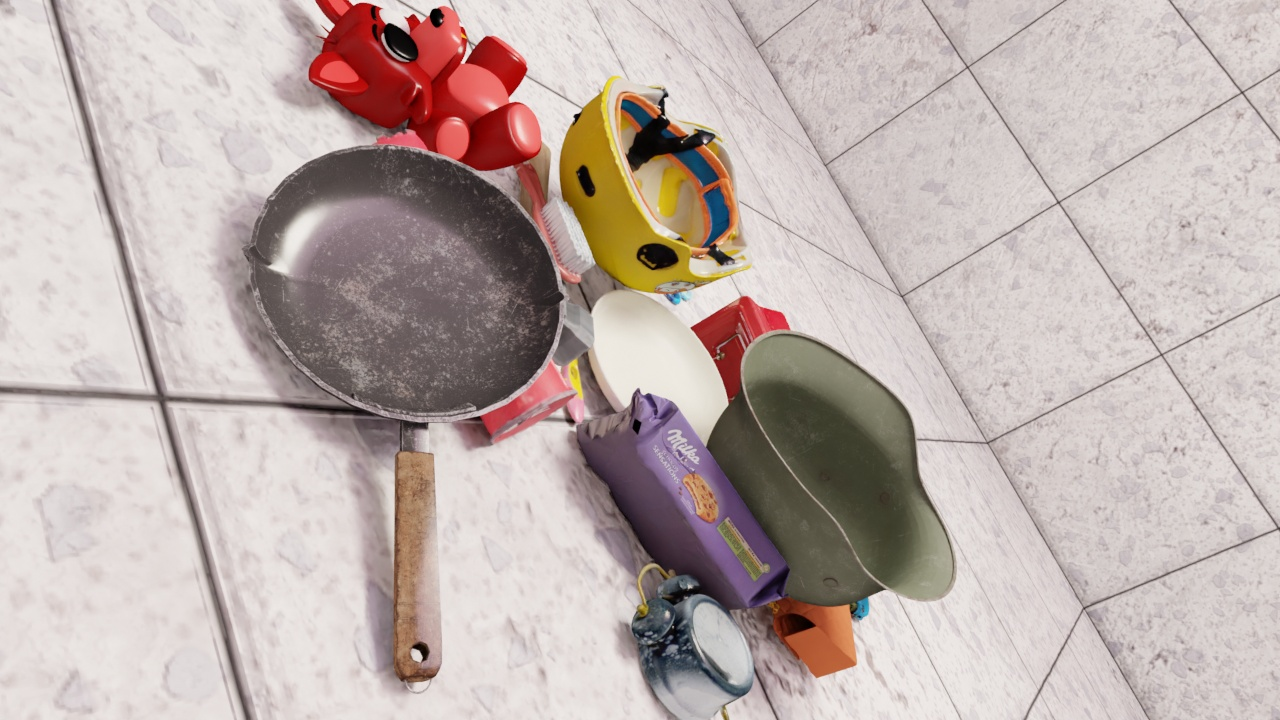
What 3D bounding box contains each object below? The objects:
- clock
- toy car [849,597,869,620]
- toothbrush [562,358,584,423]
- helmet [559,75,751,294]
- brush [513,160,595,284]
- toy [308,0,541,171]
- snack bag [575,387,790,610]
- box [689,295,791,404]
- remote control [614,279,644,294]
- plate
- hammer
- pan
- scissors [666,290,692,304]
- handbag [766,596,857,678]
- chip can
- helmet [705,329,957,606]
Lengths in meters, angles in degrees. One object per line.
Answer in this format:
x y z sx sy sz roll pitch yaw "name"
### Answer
0.035 0.215 0.705 0.129 0.052 0.090 54 23 4 "clock"
0.243 0.255 1.085 0.105 0.032 0.048 59 23 0 "toy car"
-0.061 0.006 0.829 0.021 0.016 0.135 40 30 -38 "toothbrush"
-0.006 -0.163 0.928 0.239 0.140 0.208 23 50 -44 "helmet"
-0.081 -0.139 0.837 0.041 0.030 0.172 28 30 -48 "brush"
-0.186 -0.243 0.784 0.197 0.121 0.158 22 43 -40 "toy"
0.030 0.122 0.757 0.058 0.097 0.205 -40 97 -38 "snack bag"
0.121 0.030 1.009 0.122 0.137 0.157 28 37 -48 "box"
-0.012 -0.084 1.040 0.043 0.013 0.136 35 32 -41 "remote control"
0.011 0.015 0.897 0.182 0.034 0.182 32 38 -29 "plate"
-0.103 -0.131 0.884 0.117 0.051 0.322 42 25 -32 "hammer"
-0.142 0.021 0.570 0.207 0.040 0.356 7 63 -26 "pan"
0.019 -0.130 1.164 0.140 0.015 0.083 58 26 -4 "scissors"
0.158 0.215 0.928 0.109 0.060 0.171 50 26 -29 "handbag"
-0.137 -0.056 0.683 0.233 0.073 0.073 59 23 5 "chip can"
0.154 0.124 0.830 0.268 0.154 0.226 46 36 9 "helmet"
